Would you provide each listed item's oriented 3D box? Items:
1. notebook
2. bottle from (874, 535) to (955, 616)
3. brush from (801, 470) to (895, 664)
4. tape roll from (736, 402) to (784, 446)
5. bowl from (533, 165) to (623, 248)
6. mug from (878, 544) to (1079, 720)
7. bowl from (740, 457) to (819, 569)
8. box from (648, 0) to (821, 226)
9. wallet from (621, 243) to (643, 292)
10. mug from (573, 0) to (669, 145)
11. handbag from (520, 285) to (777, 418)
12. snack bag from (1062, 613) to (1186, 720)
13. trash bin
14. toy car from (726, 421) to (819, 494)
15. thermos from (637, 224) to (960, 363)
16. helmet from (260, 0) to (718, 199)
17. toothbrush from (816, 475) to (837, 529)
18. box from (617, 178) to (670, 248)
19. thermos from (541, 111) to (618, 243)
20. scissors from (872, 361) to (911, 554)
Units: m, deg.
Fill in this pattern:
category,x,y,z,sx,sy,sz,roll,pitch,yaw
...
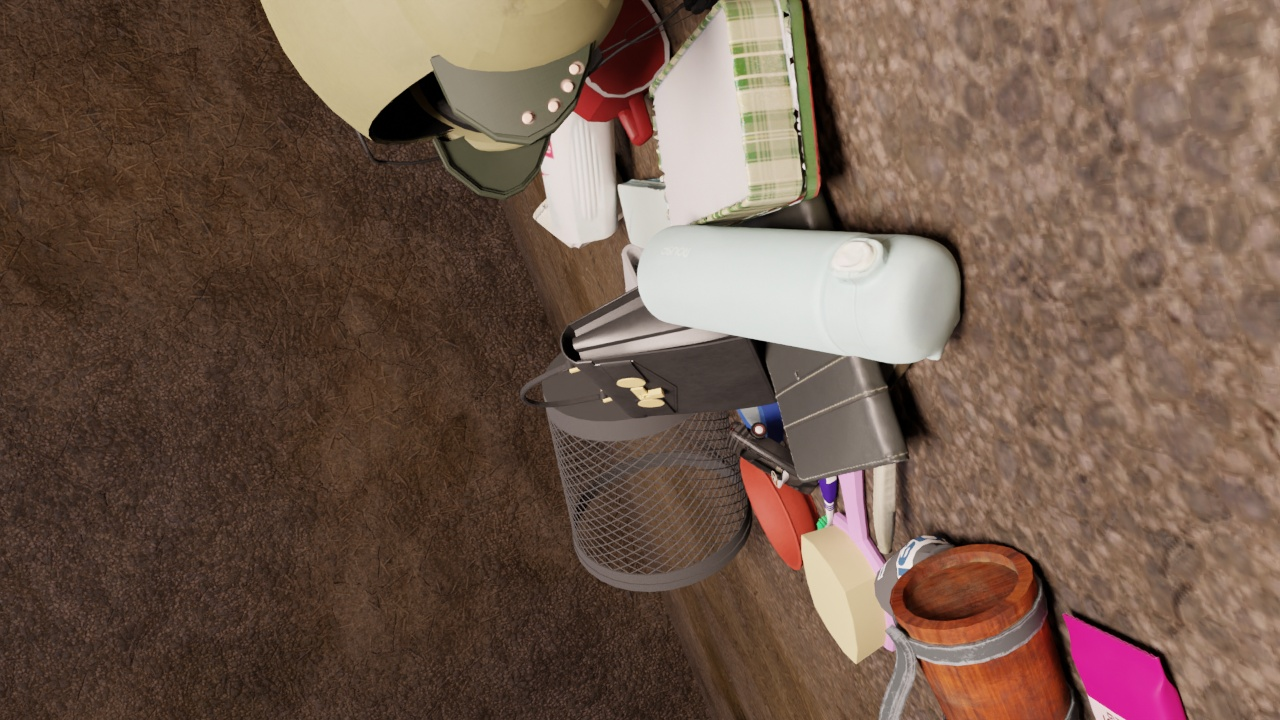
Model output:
category,x,y,z,sx,sy,sz,roll,pitch,yaw
notebook,0.110,-0.024,0.621,0.170,0.029,0.209,125,132,-77
bottle,0.187,0.143,0.606,0.112,0.047,0.047,89,157,-67
brush,0.168,0.156,0.755,0.089,0.043,0.229,-125,15,-52
tape roll,0.108,0.034,0.884,0.093,0.016,0.091,-124,15,-50
bowl,-0.061,-0.178,1.069,0.062,0.115,0.115,53,171,-3
mug,0.183,0.181,0.517,0.111,0.117,0.081,65,171,-13
bowl,0.141,0.141,0.897,0.122,0.035,0.122,156,91,-81
box,0.054,-0.144,0.584,0.205,0.050,0.117,-174,74,-80
wallet,0.010,-0.066,1.134,0.115,0.037,0.118,84,164,-62
mug,-0.020,-0.237,0.763,0.116,0.080,0.096,62,172,-8
handbag,-0.004,0.004,0.734,0.176,0.196,0.072,49,-154,-67
snack bag,0.264,0.225,0.461,0.070,0.016,0.196,-162,50,-80
trash bin,0.006,0.102,1.046,0.217,0.217,0.228,-126,20,-55
toy car,0.117,0.088,0.815,0.092,0.037,0.040,31,160,11
thermos,0.082,-0.042,0.520,0.078,0.065,0.207,40,165,-34
helmet,-0.076,-0.225,0.494,0.233,0.255,0.250,65,170,-6
toothbrush,0.157,0.101,0.769,0.016,0.015,0.187,50,161,41
box,0.020,-0.139,0.869,0.083,0.067,0.199,49,177,-16
thermos,-0.065,-0.227,0.922,0.099,0.099,0.221,-123,22,-48
scissors,0.152,0.045,0.615,0.199,0.015,0.179,156,99,-78
